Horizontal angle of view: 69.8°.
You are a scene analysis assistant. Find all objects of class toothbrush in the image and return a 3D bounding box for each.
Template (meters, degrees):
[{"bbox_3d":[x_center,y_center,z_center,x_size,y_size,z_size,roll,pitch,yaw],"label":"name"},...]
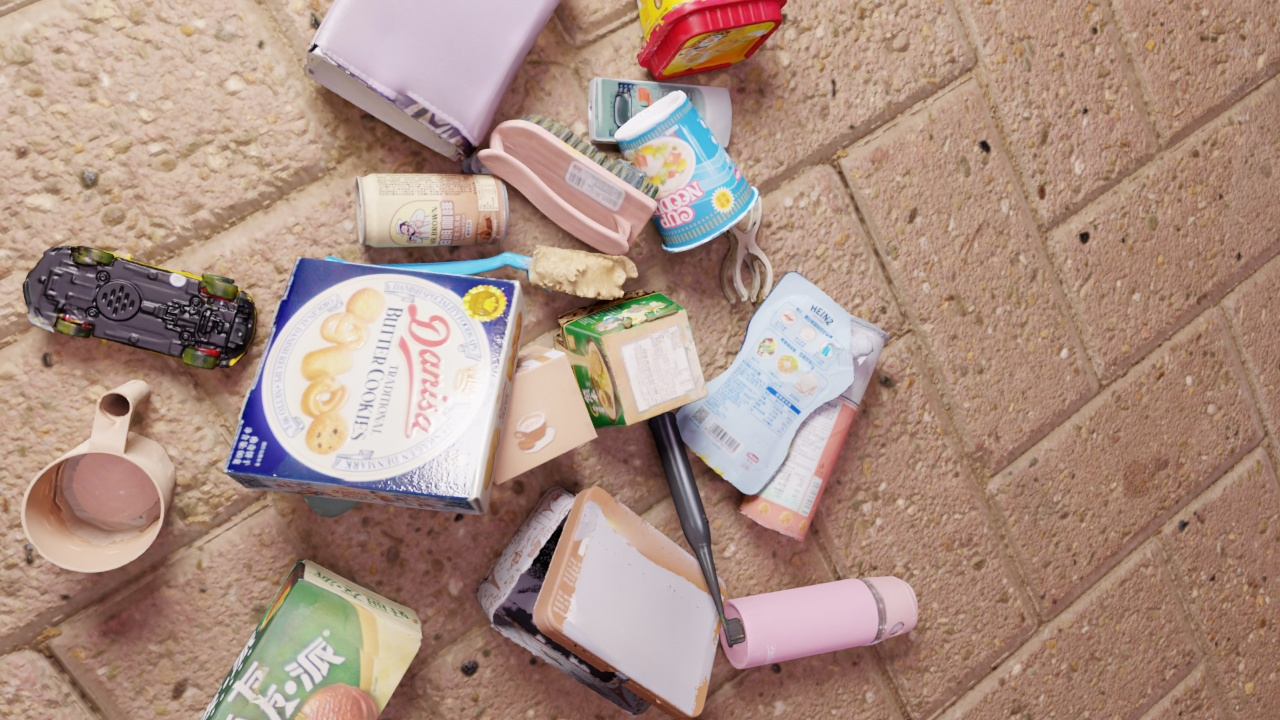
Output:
[{"bbox_3d":[0.050,0.146,0.809,0.027,0.026,0.212,-19,68,3],"label":"toothbrush"}]

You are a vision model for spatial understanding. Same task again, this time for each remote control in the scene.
[{"bbox_3d":[0.019,-0.222,0.828,0.135,0.019,0.056,-1,95,-21],"label":"remote control"}]

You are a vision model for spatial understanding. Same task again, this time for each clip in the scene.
[{"bbox_3d":[-0.123,-0.166,0.783,0.056,0.028,0.024,-6,100,-30],"label":"clip"},{"bbox_3d":[0.106,-0.104,0.868,0.076,0.034,0.103,4,85,-19],"label":"clip"}]

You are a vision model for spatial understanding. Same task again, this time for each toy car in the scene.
[{"bbox_3d":[-0.369,-0.041,0.686,0.155,0.041,0.071,15,89,-23],"label":"toy car"}]

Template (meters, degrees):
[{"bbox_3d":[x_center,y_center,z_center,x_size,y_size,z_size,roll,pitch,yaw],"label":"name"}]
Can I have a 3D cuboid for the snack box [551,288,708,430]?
[{"bbox_3d":[-0.005,0.005,0.795,0.118,0.106,0.117,-20,102,-17],"label":"snack box"}]

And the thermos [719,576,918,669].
[{"bbox_3d":[0.178,0.264,0.916,0.198,0.067,0.087,-3,127,-22],"label":"thermos"}]

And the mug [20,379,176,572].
[{"bbox_3d":[-0.380,0.077,0.660,0.084,0.104,0.124,10,91,-22],"label":"mug"}]

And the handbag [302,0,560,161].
[{"bbox_3d":[-0.150,-0.275,0.717,0.145,0.098,0.197,30,83,-19],"label":"handbag"}]

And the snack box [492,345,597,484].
[{"bbox_3d":[-0.103,0.042,0.767,0.092,0.094,0.077,-24,103,-18],"label":"snack box"}]

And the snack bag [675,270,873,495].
[{"bbox_3d":[0.122,0.022,0.847,0.110,0.038,0.191,40,97,17],"label":"snack bag"}]

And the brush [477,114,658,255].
[{"bbox_3d":[-0.060,-0.146,0.750,0.145,0.063,0.072,33,52,-6],"label":"brush"}]

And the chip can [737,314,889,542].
[{"bbox_3d":[0.165,0.062,0.883,0.071,0.071,0.214,25,86,-21],"label":"chip can"}]

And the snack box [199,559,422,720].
[{"bbox_3d":[-0.286,0.293,0.738,0.114,0.063,0.240,33,84,-19],"label":"snack box"}]

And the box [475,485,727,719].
[{"bbox_3d":[-0.018,0.209,0.781,0.181,0.158,0.148,39,81,-20],"label":"box"}]

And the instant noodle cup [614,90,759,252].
[{"bbox_3d":[0.034,-0.166,0.792,0.099,0.099,0.110,-40,113,-13],"label":"instant noodle cup"}]

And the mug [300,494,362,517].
[{"bbox_3d":[-0.232,0.056,0.732,0.106,0.082,0.111,-32,78,-15],"label":"mug"}]

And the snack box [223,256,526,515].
[{"bbox_3d":[-0.189,0.016,0.684,0.182,0.046,0.177,6,63,3],"label":"snack box"}]

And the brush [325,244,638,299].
[{"bbox_3d":[-0.129,-0.075,0.765,0.254,0.083,0.046,0,102,-13],"label":"brush"}]

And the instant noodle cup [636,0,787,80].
[{"bbox_3d":[0.047,-0.324,0.787,0.116,0.116,0.123,-17,89,-18],"label":"instant noodle cup"}]

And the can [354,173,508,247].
[{"bbox_3d":[-0.169,-0.122,0.745,0.116,0.058,0.058,-4,96,-20],"label":"can"}]
